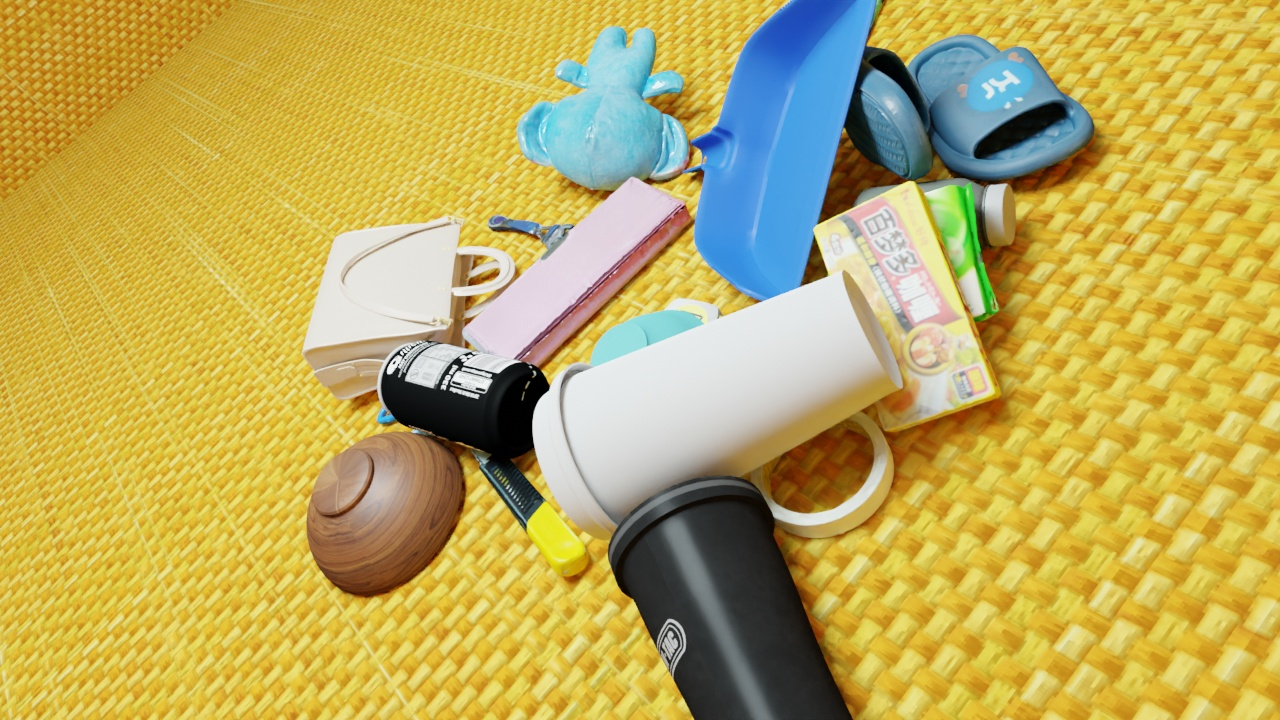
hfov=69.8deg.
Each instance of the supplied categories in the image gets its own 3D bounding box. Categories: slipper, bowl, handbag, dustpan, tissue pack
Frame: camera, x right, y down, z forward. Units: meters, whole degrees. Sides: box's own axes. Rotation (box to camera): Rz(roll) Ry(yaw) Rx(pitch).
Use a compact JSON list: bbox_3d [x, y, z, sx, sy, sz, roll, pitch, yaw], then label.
[{"bbox_3d":[0.274,-0.212,0.740,0.104,0.059,0.213,-30,40,11],"label":"slipper"},{"bbox_3d":[-0.004,0.004,0.722,0.121,0.046,0.121,-19,55,29],"label":"bowl"},{"bbox_3d":[-0.221,-0.065,0.931,0.198,0.101,0.194,-13,46,9],"label":"handbag"},{"bbox_3d":[-0.230,0.115,0.770,0.147,0.069,0.147,-17,50,21],"label":"bowl"},{"bbox_3d":[0.193,-0.207,0.729,0.059,0.104,0.213,-26,24,11],"label":"slipper"},{"bbox_3d":[0.094,-0.178,0.786,0.257,0.059,0.245,-144,68,-78],"label":"dustpan"},{"bbox_3d":[0.185,-0.062,0.642,0.114,0.034,0.099,-14,80,31],"label":"tissue pack"}]

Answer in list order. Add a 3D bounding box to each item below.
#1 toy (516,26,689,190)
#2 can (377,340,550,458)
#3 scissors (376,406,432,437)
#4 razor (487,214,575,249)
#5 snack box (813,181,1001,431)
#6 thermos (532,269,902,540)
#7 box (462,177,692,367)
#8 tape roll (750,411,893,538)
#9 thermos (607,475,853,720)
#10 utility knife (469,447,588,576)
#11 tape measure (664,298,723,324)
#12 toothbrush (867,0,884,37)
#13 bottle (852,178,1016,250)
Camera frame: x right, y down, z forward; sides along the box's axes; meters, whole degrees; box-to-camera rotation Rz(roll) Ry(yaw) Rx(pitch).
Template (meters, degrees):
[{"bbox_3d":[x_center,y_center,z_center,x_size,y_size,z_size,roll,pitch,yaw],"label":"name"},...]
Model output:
[{"bbox_3d":[-0.029,-0.258,0.956,0.183,0.115,0.180,9,75,14],"label":"toy"},{"bbox_3d":[-0.150,0.030,0.783,0.146,0.080,0.080,12,60,36],"label":"can"},{"bbox_3d":[-0.199,0.051,0.858,0.126,0.016,0.125,-17,50,21],"label":"scissors"},{"bbox_3d":[-0.121,-0.139,0.974,0.141,0.018,0.043,19,65,43],"label":"razor"},{"bbox_3d":[0.175,-0.035,0.609,0.075,0.025,0.152,-24,73,28],"label":"snack box"},{"bbox_3d":[0.050,0.027,0.604,0.222,0.131,0.131,-27,42,22],"label":"thermos"},{"bbox_3d":[-0.061,-0.079,0.861,0.232,0.041,0.098,-43,41,-7],"label":"box"},{"bbox_3d":[0.121,0.073,0.614,0.094,0.019,0.093,-19,44,19],"label":"tape roll"},{"bbox_3d":[0.061,0.171,0.511,0.106,0.106,0.218,-32,47,6],"label":"thermos"},{"bbox_3d":[-0.096,0.107,0.732,0.028,0.020,0.198,-24,36,-21],"label":"utility knife"},{"bbox_3d":[0.036,-0.020,0.758,0.064,0.017,0.065,19,65,43],"label":"tape measure"},{"bbox_3d":[0.211,-0.306,0.902,0.017,0.014,0.187,-1,52,43],"label":"toothbrush"},{"bbox_3d":[0.216,-0.103,0.678,0.109,0.060,0.060,0,53,34],"label":"bottle"}]
